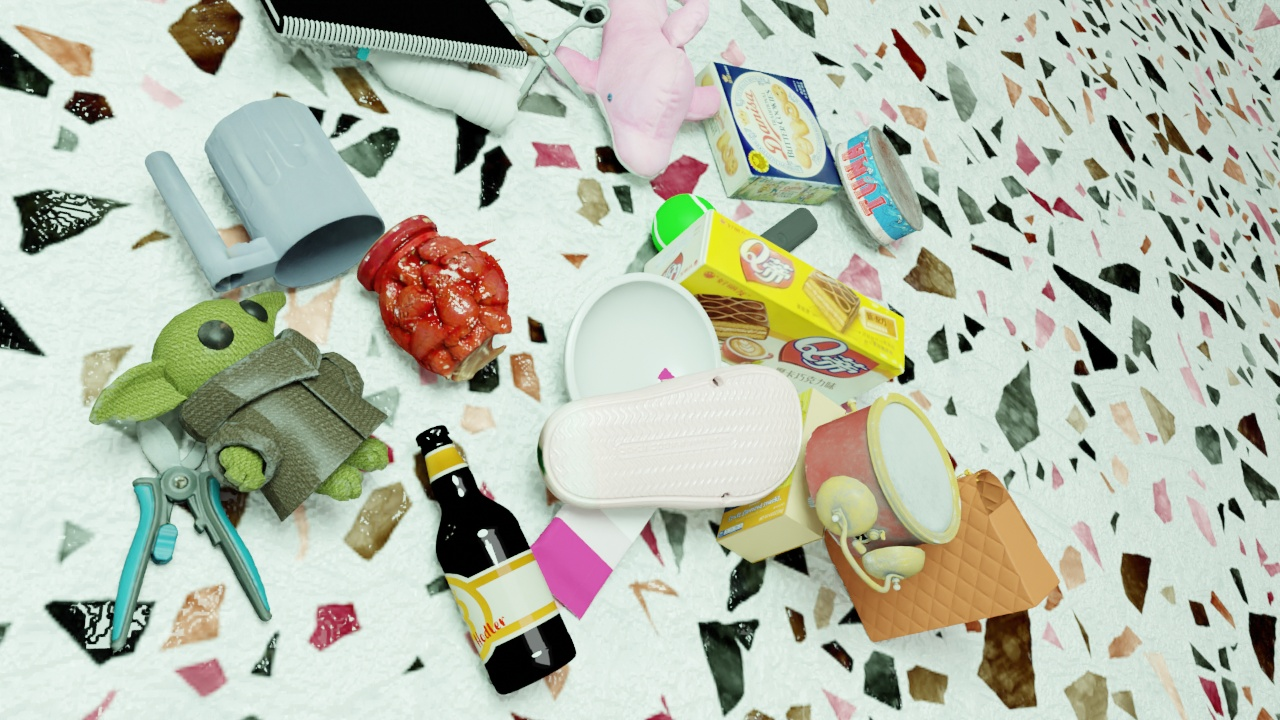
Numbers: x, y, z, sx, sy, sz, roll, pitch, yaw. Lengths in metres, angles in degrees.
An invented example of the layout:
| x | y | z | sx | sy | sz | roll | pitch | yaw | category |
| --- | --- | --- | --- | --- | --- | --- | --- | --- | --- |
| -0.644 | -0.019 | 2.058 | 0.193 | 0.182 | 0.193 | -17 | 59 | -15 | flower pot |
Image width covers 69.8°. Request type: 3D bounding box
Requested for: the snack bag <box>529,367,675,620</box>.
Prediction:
| x | y | z | sx | sy | sz | roll | pitch | yaw | category |
| --- | --- | --- | --- | --- | --- | --- | --- | --- | --- |
| -0.013 | 0.098 | 0.708 | 0.070 | 0.016 | 0.196 | 48 | 62 | -20 | snack bag |

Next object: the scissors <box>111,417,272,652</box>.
| x | y | z | sx | sy | sz | roll | pitch | yaw | category |
| --- | --- | --- | --- | --- | --- | --- | --- | --- | --- |
| -0.268 | 0.104 | 0.550 | 0.124 | 0.019 | 0.154 | 30 | 54 | -20 | scissors |

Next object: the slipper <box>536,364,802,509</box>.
| x | y | z | sx | sy | sz | roll | pitch | yaw | category |
| --- | --- | --- | --- | --- | --- | --- | --- | --- | --- |
| 0.028 | 0.063 | 0.695 | 0.221 | 0.056 | 0.106 | -6 | 87 | -23 | slipper |

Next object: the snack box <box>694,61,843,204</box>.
| x | y | z | sx | sy | sz | roll | pitch | yaw | category |
| --- | --- | --- | --- | --- | --- | --- | --- | --- | --- |
| 0.138 | -0.244 | 0.998 | 0.144 | 0.043 | 0.144 | -3 | 69 | -37 | snack box |

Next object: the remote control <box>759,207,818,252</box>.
| x | y | z | sx | sy | sz | roll | pitch | yaw | category |
| --- | --- | --- | --- | --- | --- | --- | --- | --- | --- |
| 0.140 | -0.121 | 0.954 | 0.033 | 0.015 | 0.146 | 53 | 49 | -1 | remote control |

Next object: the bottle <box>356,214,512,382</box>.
| x | y | z | sx | sy | sz | roll | pitch | yaw | category |
| --- | --- | --- | --- | --- | --- | --- | --- | --- | --- |
| -0.141 | -0.046 | 0.675 | 0.111 | 0.099 | 0.098 | 45 | 49 | 6 | bottle |

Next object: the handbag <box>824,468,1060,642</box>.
| x | y | z | sx | sy | sz | roll | pitch | yaw | category |
| --- | --- | --- | --- | --- | --- | --- | --- | --- | --- |
| 0.248 | 0.164 | 0.780 | 0.060 | 0.172 | 0.109 | -21 | 80 | -40 | handbag |

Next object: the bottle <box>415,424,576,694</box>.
| x | y | z | sx | sy | sz | roll | pitch | yaw | category |
| --- | --- | --- | --- | --- | --- | --- | --- | --- | --- |
| -0.107 | 0.129 | 0.623 | 0.059 | 0.059 | 0.181 | -19 | 79 | -40 | bottle |

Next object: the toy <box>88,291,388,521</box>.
| x | y | z | sx | sy | sz | roll | pitch | yaw | category |
| --- | --- | --- | --- | --- | --- | --- | --- | --- | --- |
| -0.228 | 0.026 | 0.570 | 0.153 | 0.078 | 0.179 | 46 | 27 | -9 | toy |

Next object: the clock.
| x | y | z | sx | sy | sz | roll | pitch | yaw | category |
| --- | --- | --- | --- | --- | --- | --- | --- | --- | --- |
| 0.175 | 0.104 | 0.698 | 0.117 | 0.081 | 0.158 | 46 | 40 | -19 | clock |

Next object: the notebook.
| x | y | z | sx | sy | sz | roll | pitch | yaw | category |
| --- | --- | --- | --- | --- | --- | --- | --- | --- | --- |
| -0.212 | -0.297 | 0.761 | 0.206 | 0.016 | 0.149 | -5 | 47 | -37 | notebook |

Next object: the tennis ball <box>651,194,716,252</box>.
| x | y | z | sx | sy | sz | roll | pitch | yaw | category |
| --- | --- | --- | --- | --- | --- | --- | --- | --- | --- |
| 0.043 | -0.122 | 0.853 | 0.065 | 0.066 | 0.065 | 16 | 59 | -28 | tennis ball |

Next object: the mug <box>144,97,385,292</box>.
| x | y | z | sx | sy | sz | roll | pitch | yaw | category |
| --- | --- | --- | --- | --- | --- | --- | --- | --- | --- |
| -0.254 | -0.109 | 0.624 | 0.123 | 0.084 | 0.104 | -26 | 79 | -38 | mug |

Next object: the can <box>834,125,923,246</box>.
| x | y | z | sx | sy | sz | roll | pitch | yaw | category |
| --- | --- | --- | --- | --- | --- | --- | --- | --- | --- |
| 0.271 | -0.197 | 1.037 | 0.130 | 0.044 | 0.129 | 37 | 40 | -40 | can |

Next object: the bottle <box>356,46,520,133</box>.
| x | y | z | sx | sy | sz | roll | pitch | yaw | category |
| --- | --- | --- | --- | --- | --- | --- | --- | --- | --- |
| -0.170 | -0.237 | 0.776 | 0.136 | 0.044 | 0.044 | 18 | 58 | -27 | bottle |

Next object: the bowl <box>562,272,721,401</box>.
| x | y | z | sx | sy | sz | roll | pitch | yaw | category |
| --- | --- | --- | --- | --- | --- | --- | --- | --- | --- |
| -0.004 | 0.005 | 0.758 | 0.149 | 0.043 | 0.149 | 3 | 85 | -32 | bowl |

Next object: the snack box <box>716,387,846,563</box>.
| x | y | z | sx | sy | sz | roll | pitch | yaw | category |
| --- | --- | --- | --- | --- | --- | --- | --- | --- | --- |
| 0.120 | 0.098 | 0.780 | 0.040 | 0.088 | 0.125 | 33 | 52 | -17 | snack box |

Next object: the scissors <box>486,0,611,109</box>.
| x | y | z | sx | sy | sz | roll | pitch | yaw | category |
| --- | --- | --- | --- | --- | --- | --- | --- | --- | --- |
| -0.095 | -0.295 | 0.848 | 0.141 | 0.014 | 0.175 | -42 | 77 | -8 | scissors |

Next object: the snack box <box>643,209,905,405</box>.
| x | y | z | sx | sy | sz | roll | pitch | yaw | category |
| --- | --- | --- | --- | --- | --- | --- | --- | --- | --- |
| 0.122 | -0.039 | 0.837 | 0.230 | 0.110 | 0.061 | 26 | 55 | -23 | snack box |

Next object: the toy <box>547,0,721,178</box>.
| x | y | z | sx | sy | sz | roll | pitch | yaw | category |
| --- | --- | --- | --- | --- | --- | --- | --- | --- | --- |
| 0.014 | -0.305 | 0.882 | 0.186 | 0.128 | 0.265 | 9 | 64 | -25 | toy |
